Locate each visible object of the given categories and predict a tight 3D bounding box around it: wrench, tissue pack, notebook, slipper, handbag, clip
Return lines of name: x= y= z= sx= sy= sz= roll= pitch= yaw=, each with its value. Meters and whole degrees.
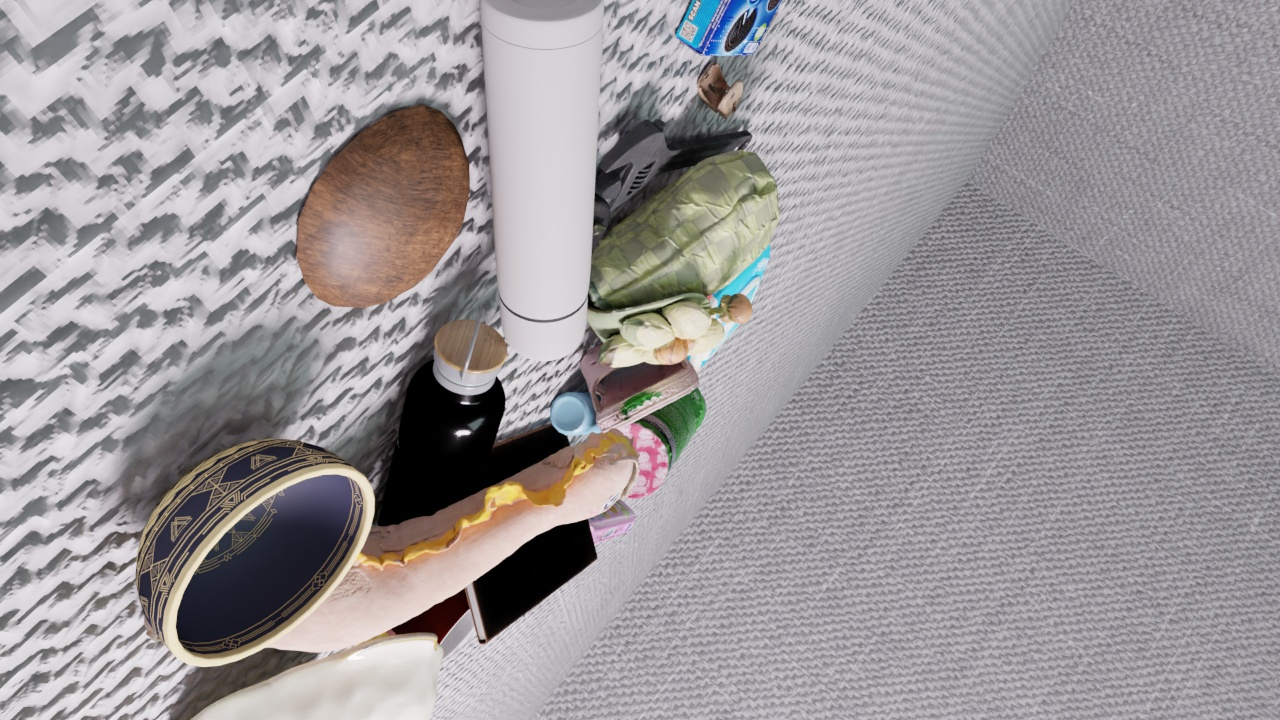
wrench: x=0.034 y=-0.156 z=0.694 sx=0.073 sy=0.018 sz=0.272 roll=-50 pitch=171 yaw=30
tissue pack: x=0.072 y=-0.058 z=0.977 sx=0.116 sy=0.066 sz=0.210 roll=-48 pitch=168 yaw=-19
notebook: x=-0.099 y=0.137 z=0.794 sx=0.008 sy=0.141 sz=0.208 roll=-13 pitch=-179 yaw=22
slipper: x=-0.005 y=0.005 z=0.835 sx=0.094 sy=0.064 sz=0.239 roll=-27 pitch=-173 yaw=2
handbag: x=0.036 y=-0.065 z=0.690 sx=0.186 sy=0.117 sz=0.113 roll=-35 pitch=163 yaw=-2
clip: x=0.066 y=-0.190 z=0.669 sx=0.025 sy=0.043 sz=0.061 roll=-52 pitch=161 yaw=4

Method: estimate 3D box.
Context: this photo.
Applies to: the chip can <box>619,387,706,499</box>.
chip can: x=0.015 y=0.070 z=0.923 sx=0.075 sy=0.075 sz=0.223 roll=-57 pitch=175 yaw=15

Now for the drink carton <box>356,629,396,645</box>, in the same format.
drink carton: x=-0.187 y=0.221 z=0.825 sx=0.134 sy=0.058 sz=0.043 roll=-46 pitch=163 yaw=-24

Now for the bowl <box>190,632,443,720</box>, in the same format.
bowl: x=-0.222 y=0.263 z=0.644 sx=0.220 sy=0.060 sz=0.188 roll=-37 pitch=153 yaw=24

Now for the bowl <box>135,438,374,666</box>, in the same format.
bowl: x=-0.193 y=0.082 z=0.443 sx=0.112 sy=0.061 sz=0.113 roll=-45 pitch=156 yaw=-27

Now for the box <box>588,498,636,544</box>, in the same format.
box: x=-0.083 y=0.193 z=1.049 sx=0.096 sy=0.085 sz=0.230 roll=-51 pitch=167 yaw=2

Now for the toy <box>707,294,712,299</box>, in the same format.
toy: x=0.042 y=-0.083 z=0.807 sx=0.135 sy=0.045 sz=0.091 roll=94 pitch=-7 yaw=-45

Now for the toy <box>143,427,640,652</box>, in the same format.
toy: x=-0.126 y=0.108 z=0.548 sx=0.264 sy=0.065 sz=0.196 roll=-27 pitch=161 yaw=5

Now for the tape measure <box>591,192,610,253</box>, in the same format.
tape measure: x=-0.047 y=-0.080 z=0.579 sx=0.063 sy=0.038 sz=0.067 roll=-55 pitch=166 yaw=10

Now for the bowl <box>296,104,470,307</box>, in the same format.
bowl: x=-0.111 y=-0.063 z=0.433 sx=0.101 sy=0.026 sz=0.114 roll=-47 pitch=165 yaw=-22

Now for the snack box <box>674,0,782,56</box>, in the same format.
snack box: x=0.080 y=-0.262 z=0.567 sx=0.082 sy=0.027 sz=0.151 roll=-32 pitch=155 yaw=-55

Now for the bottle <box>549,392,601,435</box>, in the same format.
bottle: x=-0.049 y=0.052 z=0.895 sx=0.040 sy=0.040 sz=0.130 roll=-54 pitch=166 yaw=7

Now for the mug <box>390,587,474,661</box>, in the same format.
mug: x=-0.171 y=0.195 z=0.760 sx=0.073 sy=0.082 sz=0.105 roll=-52 pitch=166 yaw=-3

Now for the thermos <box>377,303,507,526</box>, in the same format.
thermos: x=-0.128 y=0.055 z=0.599 sx=0.061 sy=0.061 sz=0.232 roll=-39 pitch=160 yaw=-45

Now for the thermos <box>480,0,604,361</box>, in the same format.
thermos: x=-0.050 y=-0.085 z=0.468 sx=0.052 sy=0.052 sz=0.225 roll=-44 pitch=156 yaw=-33
